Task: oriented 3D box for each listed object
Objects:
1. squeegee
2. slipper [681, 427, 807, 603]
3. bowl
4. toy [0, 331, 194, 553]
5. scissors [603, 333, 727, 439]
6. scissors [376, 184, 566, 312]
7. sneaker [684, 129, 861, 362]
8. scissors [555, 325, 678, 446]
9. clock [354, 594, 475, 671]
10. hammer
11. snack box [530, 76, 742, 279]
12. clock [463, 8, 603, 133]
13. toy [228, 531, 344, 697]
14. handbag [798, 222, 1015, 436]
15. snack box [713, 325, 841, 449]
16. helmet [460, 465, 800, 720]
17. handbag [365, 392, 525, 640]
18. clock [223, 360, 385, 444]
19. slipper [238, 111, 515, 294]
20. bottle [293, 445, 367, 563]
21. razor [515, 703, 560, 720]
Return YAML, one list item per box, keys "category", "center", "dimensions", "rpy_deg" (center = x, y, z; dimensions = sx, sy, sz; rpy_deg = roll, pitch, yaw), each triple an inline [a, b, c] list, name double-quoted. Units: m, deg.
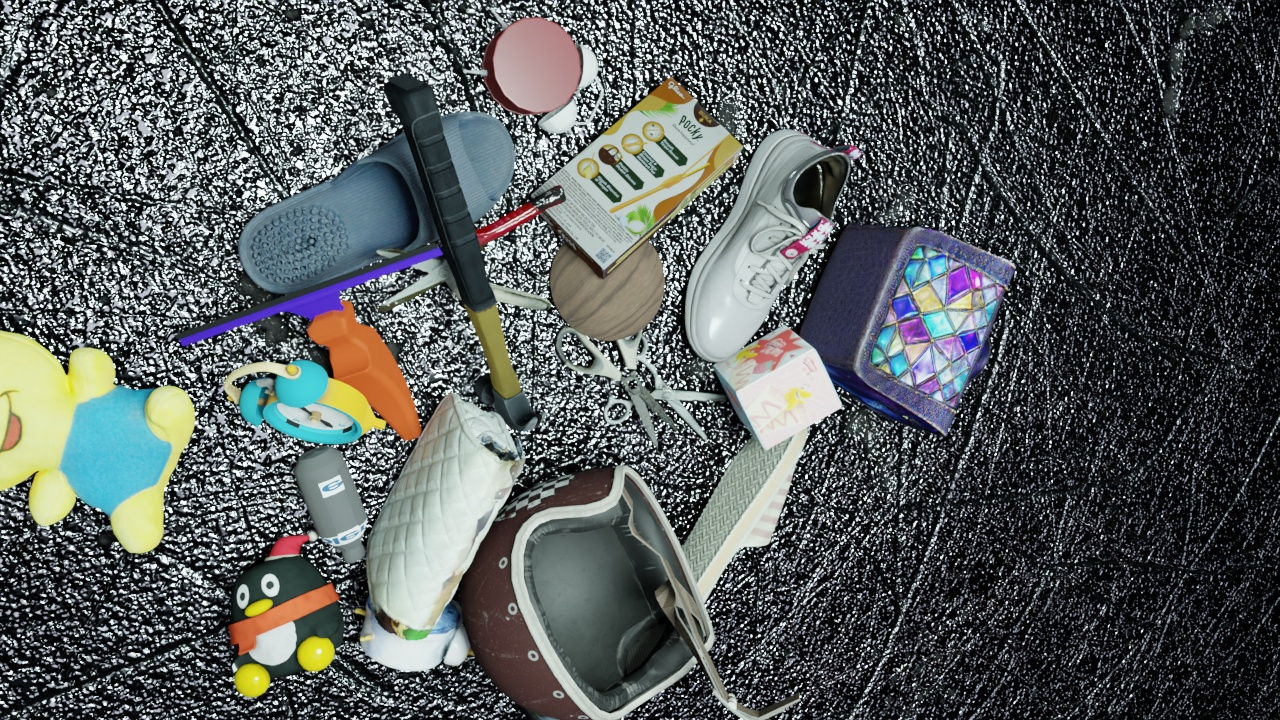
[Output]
- category: "squeegee"
  center: [-0.249, 0.002, 0.821]
  dimensions: [0.250, 0.055, 0.185]
  rpy_deg: [-17, 126, 12]
- category: "slipper"
  center: [0.104, 0.174, 0.991]
  dimensions: [0.052, 0.115, 0.262]
  rpy_deg: [38, 78, -14]
- category: "bowl"
  center: [-0.028, -0.080, 0.913]
  dimensions: [0.119, 0.032, 0.119]
  rpy_deg: [0, 91, -16]
- category: "toy"
  center: [-0.473, 0.056, 0.724]
  dimensions: [0.213, 0.084, 0.149]
  rpy_deg: [18, 91, -24]
- category: "scissors"
  center: [0.023, 0.021, 0.978]
  dimensions: [0.141, 0.014, 0.165]
  rpy_deg: [-17, 106, -18]
- category: "scissors"
  center: [-0.140, -0.084, 0.844]
  dimensions: [0.199, 0.015, 0.179]
  rpy_deg: [-37, 143, -3]
- category: "sneaker"
  center: [0.137, -0.113, 0.942]
  dimensions: [0.096, 0.129, 0.263]
  rpy_deg: [26, 91, -25]
- category: "scissors"
  center: [-0.023, 0.013, 0.946]
  dimensions: [0.153, 0.012, 0.163]
  rpy_deg: [2, 97, -16]
- category: "clock"
  center: [-0.207, 0.256, 0.878]
  dimensions: [0.125, 0.089, 0.052]
  rpy_deg: [15, 98, -24]
- category: "hammer"
  center: [-0.142, -0.072, 0.770]
  dimensions: [0.025, 0.118, 0.333]
  rpy_deg: [-30, 131, -23]
- category: "snack box"
  center: [-0.003, -0.178, 0.892]
  dimensions: [0.185, 0.032, 0.101]
  rpy_deg: [-43, 83, -11]
- category: "clock"
  center: [-0.093, -0.266, 0.854]
  dimensions: [0.124, 0.044, 0.087]
  rpy_deg: [25, 89, -26]
- category: "toy"
  center: [-0.320, 0.222, 0.820]
  dimensions: [0.097, 0.099, 0.119]
  rpy_deg: [-23, 86, 1]
- category: "handbag"
  center: [0.310, -0.036, 1.035]
  dimensions: [0.222, 0.125, 0.205]
  rpy_deg: [22, 90, -27]
- category: "snack box"
  center: [0.144, 0.026, 0.979]
  dimensions: [0.095, 0.093, 0.079]
  rpy_deg: [-29, 111, 0]
- category: "helmet"
  center: [-0.036, 0.220, 0.859]
  dimensions: [0.254, 0.233, 0.233]
  rpy_deg: [-27, 105, 5]
- category: "handbag"
  center: [-0.176, 0.137, 0.829]
  dimensions: [0.072, 0.139, 0.195]
  rpy_deg: [24, 103, -27]
- category: "clock"
  center: [-0.293, 0.038, 0.796]
  dimensions: [0.129, 0.099, 0.043]
  rpy_deg: [36, 47, -41]
- category: "slipper"
  center: [-0.219, -0.134, 0.803]
  dimensions: [0.263, 0.082, 0.101]
  rpy_deg: [-30, 113, -16]
- category: "bottle"
  center: [-0.281, 0.134, 0.845]
  dimensions: [0.047, 0.047, 0.112]
  rpy_deg: [-20, 108, -20]
- category: "razor"
  center: [-0.068, 0.333, 0.980]
  dimensions: [0.140, 0.053, 0.064]
  rpy_deg: [-38, 146, -19]
